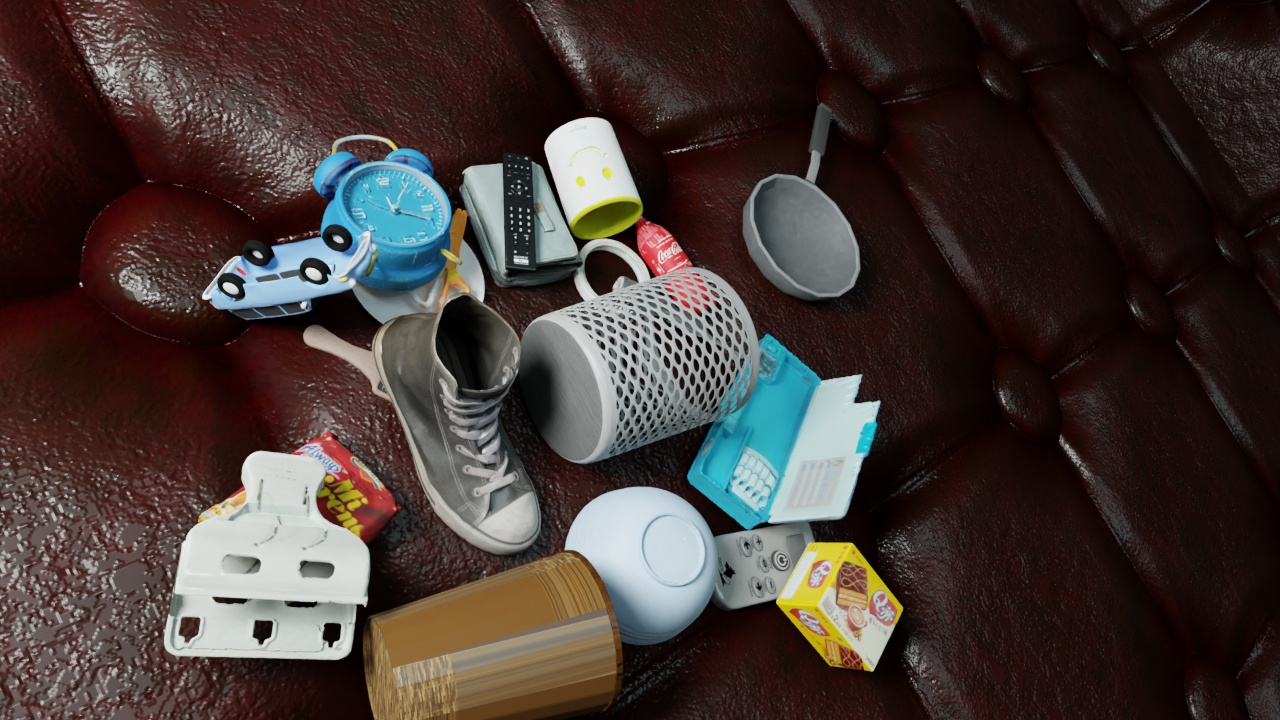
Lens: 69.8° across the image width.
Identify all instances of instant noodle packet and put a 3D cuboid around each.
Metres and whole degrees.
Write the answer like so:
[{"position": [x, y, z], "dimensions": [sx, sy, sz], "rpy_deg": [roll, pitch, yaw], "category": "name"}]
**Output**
[{"position": [-0.266, 0.123, 0.722], "dimensions": [0.098, 0.040, 0.135], "rpy_deg": [46, 50, 4], "category": "instant noodle packet"}]

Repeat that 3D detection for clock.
[{"position": [-0.236, -0.141, 0.844], "dimensions": [0.116, 0.060, 0.161], "rpy_deg": [-14, 67, -32], "category": "clock"}]

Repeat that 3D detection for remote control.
[{"position": [-0.122, -0.149, 0.917], "dimensions": [0.030, 0.009, 0.140], "rpy_deg": [4, 63, -19], "category": "remote control"}, {"position": [0.129, 0.212, 0.952], "dimensions": [0.150, 0.019, 0.074], "rpy_deg": [-2, 68, -35], "category": "remote control"}]

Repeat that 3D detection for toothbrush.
[{"position": [0.047, -0.043, 1.018], "dimensions": [0.185, 0.022, 0.024], "rpy_deg": [28, 85, -29], "category": "toothbrush"}]

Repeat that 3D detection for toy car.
[{"position": [-0.283, -0.069, 0.752], "dimensions": [0.056, 0.154, 0.055], "rpy_deg": [-75, 150, -43], "category": "toy car"}]

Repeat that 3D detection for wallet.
[{"position": [-0.123, -0.144, 0.950], "dimensions": [0.100, 0.054, 0.131], "rpy_deg": [-13, 70, -39], "category": "wallet"}]

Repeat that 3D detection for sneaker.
[{"position": [-0.136, 0.058, 0.783], "dimensions": [0.095, 0.120, 0.235], "rpy_deg": [-23, 93, -39], "category": "sneaker"}]

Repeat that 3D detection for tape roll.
[{"position": [-0.031, -0.090, 1.006], "dimensions": [0.093, 0.013, 0.093], "rpy_deg": [15, 59, -27], "category": "tape roll"}]

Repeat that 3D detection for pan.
[{"position": [0.221, -0.222, 1.223], "dimensions": [0.178, 0.041, 0.356], "rpy_deg": [30, 53, -18], "category": "pan"}]

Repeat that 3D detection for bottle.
[{"position": [0.032, -0.111, 1.039], "dimensions": [0.041, 0.042, 0.141], "rpy_deg": [-33, 87, -40], "category": "bottle"}]

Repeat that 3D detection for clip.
[{"position": [-0.255, 0.132, 0.648], "dimensions": [0.126, 0.105, 0.151], "rpy_deg": [12, 72, -27], "category": "clip"}]

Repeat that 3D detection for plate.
[{"position": [-0.215, -0.080, 0.878], "dimensions": [0.134, 0.011, 0.134], "rpy_deg": [15, 59, -27], "category": "plate"}]

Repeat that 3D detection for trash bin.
[{"position": [-0.005, 0.005, 0.884], "dimensions": [0.182, 0.157, 0.156], "rpy_deg": [-19, 78, -36], "category": "trash bin"}]

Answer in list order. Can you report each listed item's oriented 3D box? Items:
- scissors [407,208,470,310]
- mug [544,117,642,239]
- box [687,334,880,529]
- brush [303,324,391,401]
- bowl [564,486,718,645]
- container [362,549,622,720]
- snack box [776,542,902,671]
[{"position": [-0.189, -0.099, 0.889], "dimensions": [0.065, 0.013, 0.128], "rpy_deg": [19, 58, -25], "category": "scissors"}, {"position": [-0.052, -0.198, 1.002], "dimensions": [0.082, 0.083, 0.106], "rpy_deg": [-7, 70, -36], "category": "mug"}, {"position": [0.164, 0.082, 0.998], "dimensions": [0.172, 0.084, 0.226], "rpy_deg": [17, 47, 15], "category": "box"}, {"position": [-0.234, 0.003, 0.819], "dimensions": [0.135, 0.015, 0.049], "rpy_deg": [29, 55, -19], "category": "brush"}, {"position": [0.013, 0.182, 0.847], "dimensions": [0.150, 0.075, 0.150], "rpy_deg": [12, 62, -24], "category": "bowl"}, {"position": [-0.119, 0.229, 0.714], "dimensions": [0.167, 0.132, 0.132], "rpy_deg": [-7, 70, -30], "category": "container"}, {"position": [0.205, 0.251, 0.939], "dimensions": [0.106, 0.061, 0.083], "rpy_deg": [51, 56, -18], "category": "snack box"}]
